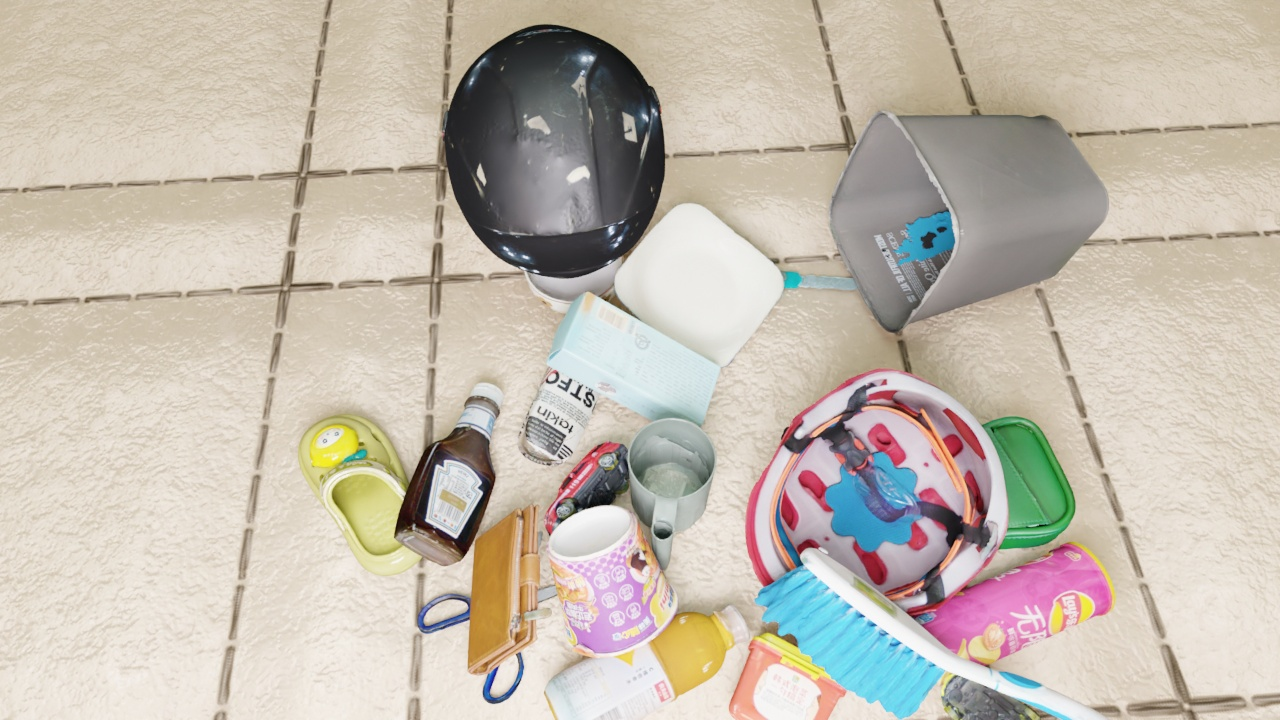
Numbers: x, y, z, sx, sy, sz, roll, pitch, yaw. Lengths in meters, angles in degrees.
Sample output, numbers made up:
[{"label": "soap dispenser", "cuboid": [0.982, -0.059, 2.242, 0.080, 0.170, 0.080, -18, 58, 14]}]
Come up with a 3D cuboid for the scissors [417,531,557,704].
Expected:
[{"label": "scissors", "cuboid": [-0.131, 0.244, 0.881, 0.162, 0.012, 0.175, 2, 58, 0]}]

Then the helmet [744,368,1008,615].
[{"label": "helmet", "cuboid": [0.221, 0.135, 0.868, 0.240, 0.143, 0.207, -41, 73, 12]}]

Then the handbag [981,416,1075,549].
[{"label": "handbag", "cuboid": [0.359, 0.127, 0.921, 0.120, 0.068, 0.131, -14, 62, 1]}]

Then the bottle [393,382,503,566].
[{"label": "bottle", "cuboid": [-0.183, 0.107, 0.928, 0.080, 0.044, 0.194, 37, 46, -26]}]

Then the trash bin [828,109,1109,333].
[{"label": "trash bin", "cuboid": [0.361, -0.164, 1.021, 0.219, 0.199, 0.198, -11, 61, -17]}]

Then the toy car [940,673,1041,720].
[{"label": "toy car", "cuboid": [0.306, 0.306, 0.809, 0.105, 0.032, 0.048, 37, 95, -14]}]

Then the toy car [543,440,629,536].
[{"label": "toy car", "cuboid": [-0.054, 0.133, 0.922, 0.045, 0.053, 0.120, 15, 51, 36]}]

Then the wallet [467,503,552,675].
[{"label": "wallet", "cuboid": [-0.123, 0.205, 0.835, 0.035, 0.119, 0.130, 23, 48, -31]}]

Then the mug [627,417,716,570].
[{"label": "mug", "cuboid": [0.026, 0.133, 0.892, 0.084, 0.103, 0.123, 8, 61, 4]}]

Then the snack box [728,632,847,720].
[{"label": "snack box", "cuboid": [0.127, 0.296, 0.811, 0.091, 0.082, 0.080, 26, 73, 13]}]

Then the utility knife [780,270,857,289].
[{"label": "utility knife", "cuboid": [0.150, -0.098, 1.079, 0.221, 0.013, 0.029, 4, 60, 2]}]

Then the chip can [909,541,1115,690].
[{"label": "chip can", "cuboid": [0.326, 0.238, 0.847, 0.210, 0.071, 0.071, -19, 61, -11]}]

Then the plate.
[{"label": "plate", "cuboid": [0.064, -0.082, 1.039, 0.163, 0.034, 0.164, 40, 69, 1]}]

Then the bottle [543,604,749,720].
[{"label": "bottle", "cuboid": [0.009, 0.278, 0.827, 0.189, 0.068, 0.068, -24, 62, -13]}]

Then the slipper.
[{"label": "slipper", "cuboid": [-0.277, 0.123, 0.913, 0.091, 0.082, 0.190, -29, 66, -19]}]

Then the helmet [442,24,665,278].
[{"label": "helmet", "cuboid": [-0.087, -0.221, 0.957, 0.233, 0.230, 0.275, -9, 98, -5]}]

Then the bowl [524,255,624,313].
[{"label": "bowl", "cuboid": [-0.074, -0.096, 1.050, 0.113, 0.062, 0.113, -1, 58, 1]}]

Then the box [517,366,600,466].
[{"label": "box", "cuboid": [-0.080, 0.040, 0.986, 0.075, 0.081, 0.163, 29, 57, -17]}]

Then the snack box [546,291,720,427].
[{"label": "snack box", "cuboid": [-0.006, 0.006, 0.958, 0.175, 0.052, 0.074, 29, 61, -14]}]

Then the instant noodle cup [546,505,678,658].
[{"label": "instant noodle cup", "cuboid": [-0.030, 0.194, 0.832, 0.111, 0.099, 0.111, -14, 23, 6]}]

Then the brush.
[{"label": "brush", "cuboid": [0.251, 0.261, 0.763, 0.314, 0.060, 0.109, 37, 102, 8]}]
